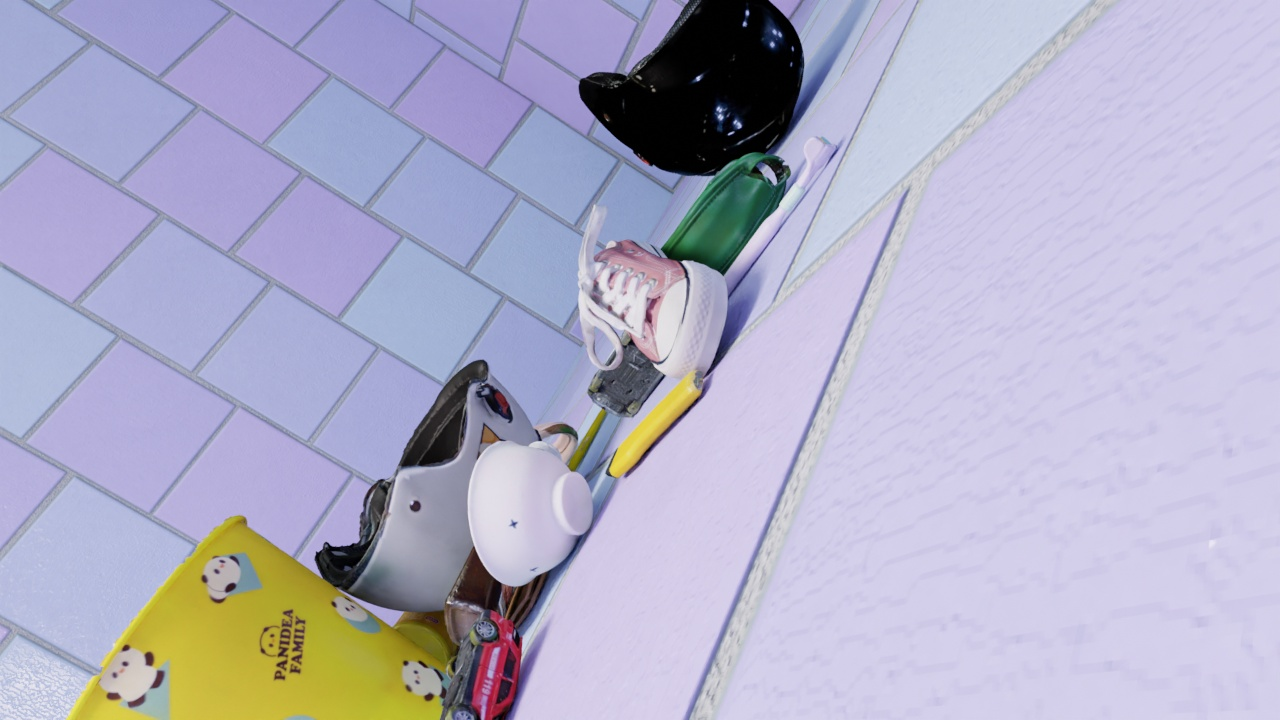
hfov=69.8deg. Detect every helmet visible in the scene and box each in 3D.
[{"bbox_3d":[0.077,-0.333,1.106,0.233,0.230,0.274,-49,-5,-1],"label":"helmet"},{"bbox_3d":[-0.183,0.140,0.921,0.231,0.157,0.273,-42,14,33],"label":"helmet"}]

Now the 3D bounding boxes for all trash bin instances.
[{"bbox_3d":[-0.294,0.293,0.766,0.230,0.255,0.229,-57,5,7],"label":"trash bin"}]

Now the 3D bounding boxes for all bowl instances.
[{"bbox_3d":[-0.077,0.119,0.736,0.065,0.118,0.118,-11,30,25],"label":"bowl"}]

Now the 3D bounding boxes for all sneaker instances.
[{"bbox_3d":[-0.007,-0.051,0.721,0.241,0.087,0.118,-130,52,-65],"label":"sneaker"}]

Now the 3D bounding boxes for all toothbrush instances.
[{"bbox_3d":[-0.048,0.061,1.120,0.189,0.016,0.016,-62,6,-36],"label":"toothbrush"},{"bbox_3d":[0.093,-0.097,0.731,0.190,0.029,0.021,-56,43,32],"label":"toothbrush"}]

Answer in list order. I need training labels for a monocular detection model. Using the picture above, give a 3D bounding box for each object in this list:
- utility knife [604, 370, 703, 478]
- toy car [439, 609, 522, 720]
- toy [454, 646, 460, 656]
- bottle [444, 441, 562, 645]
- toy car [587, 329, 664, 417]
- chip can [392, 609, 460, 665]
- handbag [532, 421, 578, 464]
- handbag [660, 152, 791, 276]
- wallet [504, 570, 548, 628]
[{"bbox_3d":[0.010,0.051,0.670,0.157,0.015,0.033,-50,16,51],"label":"utility knife"},{"bbox_3d":[-0.108,0.222,0.609,0.053,0.045,0.120,-57,11,30],"label":"toy car"},{"bbox_3d":[-0.207,0.319,1.049,0.096,0.030,0.092,-52,9,-12],"label":"toy"},{"bbox_3d":[-0.113,0.151,0.795,0.194,0.044,0.080,-70,-12,-46],"label":"bottle"},{"bbox_3d":[-0.005,0.005,0.852,0.121,0.054,0.036,-55,9,39],"label":"toy car"},{"bbox_3d":[-0.207,0.262,0.987,0.072,0.072,0.213,-56,2,16],"label":"chip can"},{"bbox_3d":[-0.176,0.160,1.172,0.234,0.093,0.193,-44,-23,0],"label":"handbag"},{"bbox_3d":[0.073,-0.118,0.822,0.120,0.068,0.131,-53,2,-22],"label":"handbag"},{"bbox_3d":[-0.106,0.205,0.831,0.101,0.020,0.115,-57,8,30],"label":"wallet"}]
